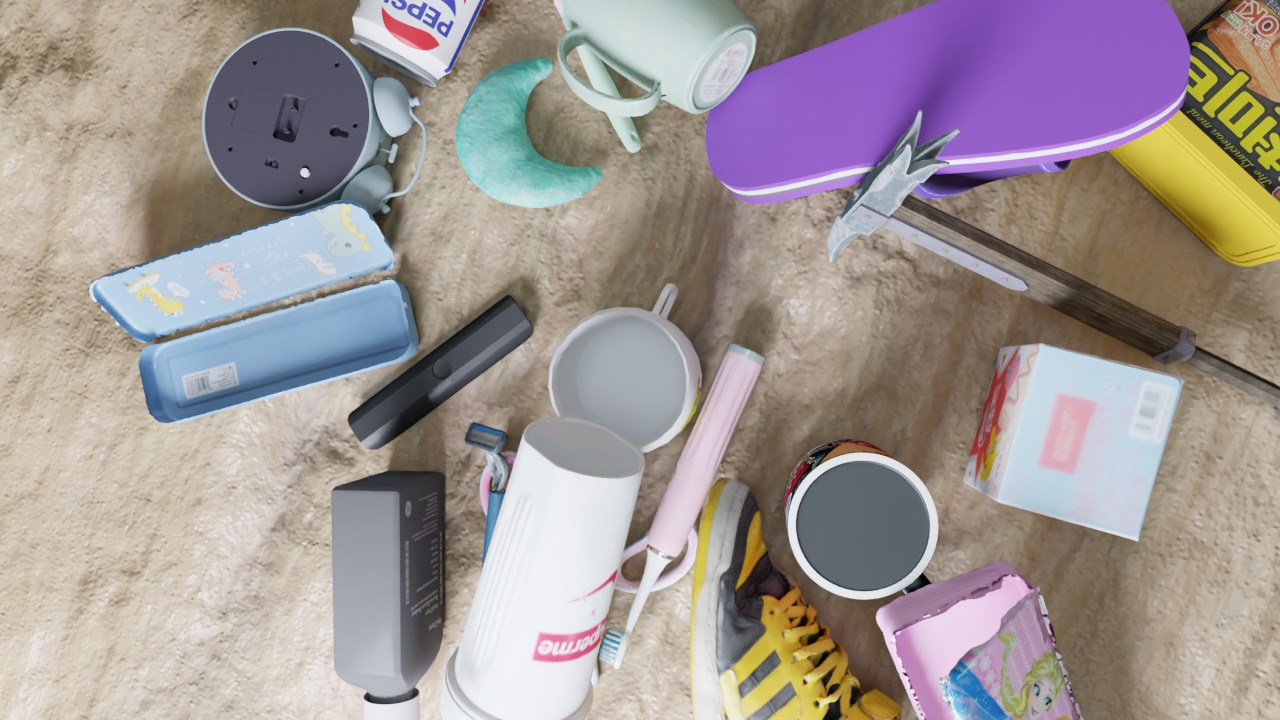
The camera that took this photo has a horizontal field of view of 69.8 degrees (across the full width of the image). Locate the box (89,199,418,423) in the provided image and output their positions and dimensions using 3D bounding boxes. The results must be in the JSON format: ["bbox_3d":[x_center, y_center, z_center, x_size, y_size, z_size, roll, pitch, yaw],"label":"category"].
[{"bbox_3d":[-0.265,-0.033,0.644,0.209,0.043,0.125,-15,107,8],"label":"box"}]

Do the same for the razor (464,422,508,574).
[{"bbox_3d":[-0.101,0.115,0.617,0.042,0.022,0.144,10,100,50],"label":"razor"}]

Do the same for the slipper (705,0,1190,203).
[{"bbox_3d":[0.179,-0.148,0.564,0.267,0.084,0.107,-8,73,27],"label":"slipper"}]

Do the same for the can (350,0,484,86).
[{"bbox_3d":[-0.135,-0.258,0.609,0.070,0.070,0.132,27,93,7],"label":"can"}]

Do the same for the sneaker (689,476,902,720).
[{"bbox_3d":[0.098,0.192,0.564,0.122,0.086,0.238,-1,94,14],"label":"sneaker"}]

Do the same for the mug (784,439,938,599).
[{"bbox_3d":[0.141,0.106,0.553,0.082,0.098,0.118,-41,84,6],"label":"mug"}]

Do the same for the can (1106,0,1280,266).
[{"bbox_3d":[0.356,-0.138,0.538,0.101,0.072,0.131,-44,84,3],"label":"can"}]

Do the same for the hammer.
[{"bbox_3d":[0.266,-0.030,0.544,0.317,0.147,0.028,25,69,-4],"label":"hammer"}]

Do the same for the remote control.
[{"bbox_3d":[-0.139,0.009,0.636,0.147,0.015,0.033,-36,85,7],"label":"remote control"}]

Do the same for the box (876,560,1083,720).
[{"bbox_3d":[0.213,0.225,0.512,0.085,0.070,0.230,-24,112,6],"label":"box"}]

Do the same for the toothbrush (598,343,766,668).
[{"bbox_3d":[0.025,0.093,0.593,0.026,0.027,0.222,23,86,14],"label":"toothbrush"}]

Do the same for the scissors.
[{"bbox_3d":[-0.043,0.135,0.623,0.177,0.013,0.170,-19,87,8],"label":"scissors"}]

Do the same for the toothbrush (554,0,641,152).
[{"bbox_3d":[-0.036,-0.210,0.623,0.022,0.015,0.154,-24,85,-23],"label":"toothbrush"}]

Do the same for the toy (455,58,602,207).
[{"bbox_3d":[-0.081,-0.148,0.622,0.085,0.033,0.105,-24,85,-4],"label":"toy"}]

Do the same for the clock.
[{"bbox_3d":[-0.223,-0.159,0.635,0.159,0.045,0.122,17,92,7],"label":"clock"}]

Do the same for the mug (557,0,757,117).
[{"bbox_3d":[0.004,-0.198,0.568,0.111,0.084,0.104,-42,72,-12],"label":"mug"}]

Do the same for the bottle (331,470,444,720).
[{"bbox_3d":[-0.164,0.164,0.606,0.046,0.083,0.174,0,91,8],"label":"bottle"}]

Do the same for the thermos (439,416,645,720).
[{"bbox_3d":[-0.062,0.147,0.552,0.099,0.099,0.221,18,110,8],"label":"thermos"}]

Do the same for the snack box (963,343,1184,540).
[{"bbox_3d":[0.248,0.044,0.540,0.079,0.094,0.093,15,92,8],"label":"snack box"}]

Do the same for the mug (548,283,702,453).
[{"bbox_3d":[-0.004,0.003,0.590,0.094,0.068,0.115,26,93,8],"label":"mug"}]
